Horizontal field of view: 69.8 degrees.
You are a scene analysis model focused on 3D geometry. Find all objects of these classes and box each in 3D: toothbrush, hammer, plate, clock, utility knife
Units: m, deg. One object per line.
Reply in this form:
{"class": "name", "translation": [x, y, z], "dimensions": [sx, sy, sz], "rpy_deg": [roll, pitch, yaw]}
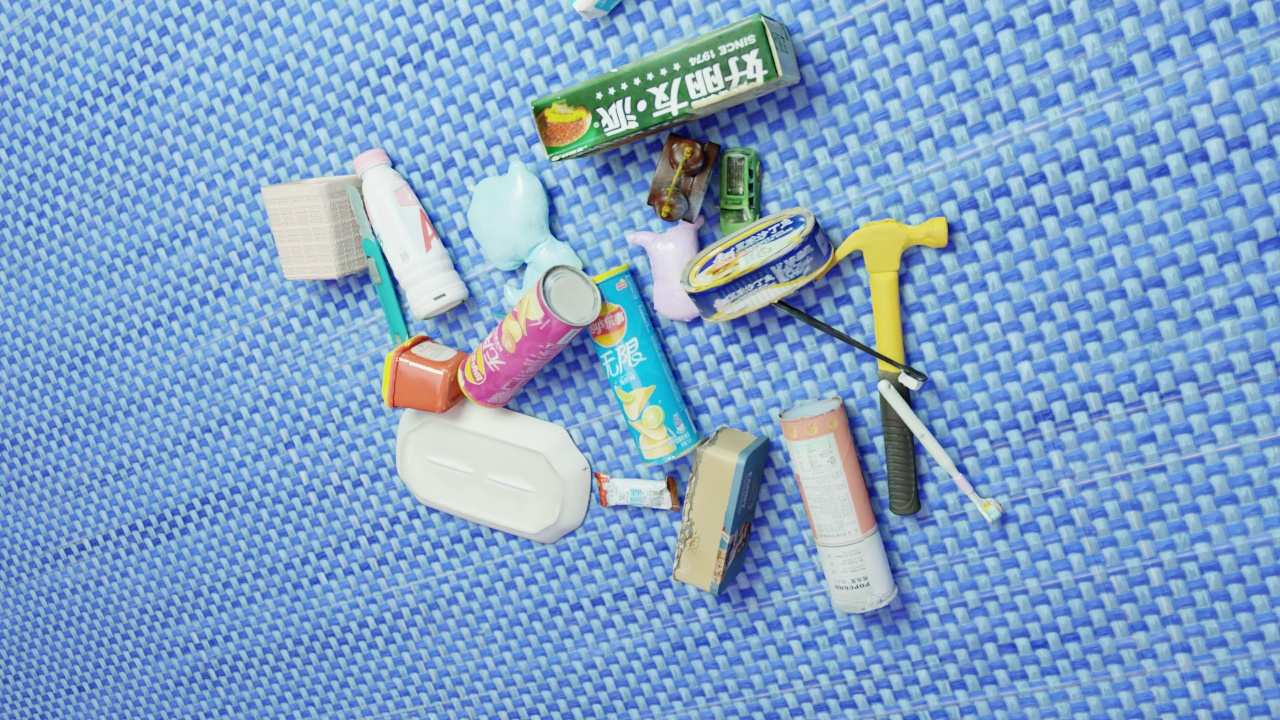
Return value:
{"class": "toothbrush", "translation": [0.294, 0.088, 0.902], "dimensions": [0.189, 0.029, 0.020], "rpy_deg": [47, 139, -12]}
{"class": "hammer", "translation": [0.250, 0.009, 0.916], "dimensions": [0.129, 0.032, 0.301], "rpy_deg": [-4, 103, 21]}
{"class": "plate", "translation": [-0.188, 0.133, 1.107], "dimensions": [0.266, 0.034, 0.162], "rpy_deg": [16, 109, 16]}
{"class": "clock", "translation": [0.041, -0.178, 0.896], "dimensions": [0.055, 0.121, 0.082], "rpy_deg": [20, 110, 1]}
{"class": "utility knife", "translation": [-0.309, -0.103, 1.077], "dimensions": [0.029, 0.013, 0.216], "rpy_deg": [1, 117, 27]}
{"class": "toothbrush", "translation": [0.196, -0.021, 0.900], "dimensions": [0.181, 0.015, 0.018], "rpy_deg": [30, 121, 10]}

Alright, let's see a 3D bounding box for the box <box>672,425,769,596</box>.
{"class": "box", "translation": [0.087, 0.154, 0.984], "dimensions": [0.061, 0.089, 0.184], "rpy_deg": [18, 111, 21]}

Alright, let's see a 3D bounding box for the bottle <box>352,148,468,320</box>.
{"class": "bottle", "translation": [-0.267, -0.145, 1.046], "dimensions": [0.068, 0.068, 0.197], "rpy_deg": [-26, 91, 24]}

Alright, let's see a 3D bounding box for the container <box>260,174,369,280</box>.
{"class": "container", "translation": [-0.371, -0.155, 1.069], "dimensions": [0.090, 0.090, 0.111], "rpy_deg": [0, 107, 20]}

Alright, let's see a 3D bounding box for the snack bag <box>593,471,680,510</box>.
{"class": "snack bag", "translation": [-0.005, 0.150, 1.050], "dimensions": [0.104, 0.026, 0.048], "rpy_deg": [-3, 109, 20]}

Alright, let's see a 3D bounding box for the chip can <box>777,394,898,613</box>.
{"class": "chip can", "translation": [0.203, 0.148, 0.949], "dimensions": [0.071, 0.071, 0.215], "rpy_deg": [-14, 99, 23]}

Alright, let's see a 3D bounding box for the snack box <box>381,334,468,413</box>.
{"class": "snack box", "translation": [-0.246, 0.017, 1.069], "dimensions": [0.080, 0.091, 0.082], "rpy_deg": [13, 109, 9]}

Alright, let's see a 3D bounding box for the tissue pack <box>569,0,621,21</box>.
{"class": "tissue pack", "translation": [-0.030, -0.408, 0.889], "dimensions": [0.140, 0.063, 0.090], "rpy_deg": [-34, 91, 24]}

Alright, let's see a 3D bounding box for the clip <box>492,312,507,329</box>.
{"class": "clip", "translation": [-0.146, -0.042, 1.057], "dimensions": [0.056, 0.014, 0.042], "rpy_deg": [8, 108, 17]}

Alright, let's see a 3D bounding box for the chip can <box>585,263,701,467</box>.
{"class": "chip can", "translation": [-0.006, 0.006, 0.987], "dimensions": [0.071, 0.071, 0.210], "rpy_deg": [-20, 97, 23]}

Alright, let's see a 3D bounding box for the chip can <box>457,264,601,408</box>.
{"class": "chip can", "translation": [-0.122, -0.022, 0.980], "dimensions": [0.071, 0.071, 0.211], "rpy_deg": [52, 137, 1]}

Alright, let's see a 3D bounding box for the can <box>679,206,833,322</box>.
{"class": "can", "translation": [0.113, -0.094, 0.904], "dimensions": [0.148, 0.074, 0.049], "rpy_deg": [-26, 127, 19]}

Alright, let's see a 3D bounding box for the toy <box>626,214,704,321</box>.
{"class": "toy", "translation": [0.036, -0.091, 0.961], "dimensions": [0.084, 0.039, 0.108], "rpy_deg": [-11, 106, 6]}

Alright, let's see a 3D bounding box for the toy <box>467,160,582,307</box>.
{"class": "toy", "translation": [-0.133, -0.134, 1.008], "dimensions": [0.156, 0.049, 0.162], "rpy_deg": [29, 120, 3]}

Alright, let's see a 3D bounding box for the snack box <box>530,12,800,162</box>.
{"class": "snack box", "translation": [0.025, -0.257, 0.882], "dimensions": [0.241, 0.114, 0.063], "rpy_deg": [-14, 100, 23]}

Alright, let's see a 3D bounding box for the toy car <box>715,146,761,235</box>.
{"class": "toy car", "translation": [0.098, -0.167, 0.923], "dimensions": [0.043, 0.036, 0.091], "rpy_deg": [3, 109, 18]}
